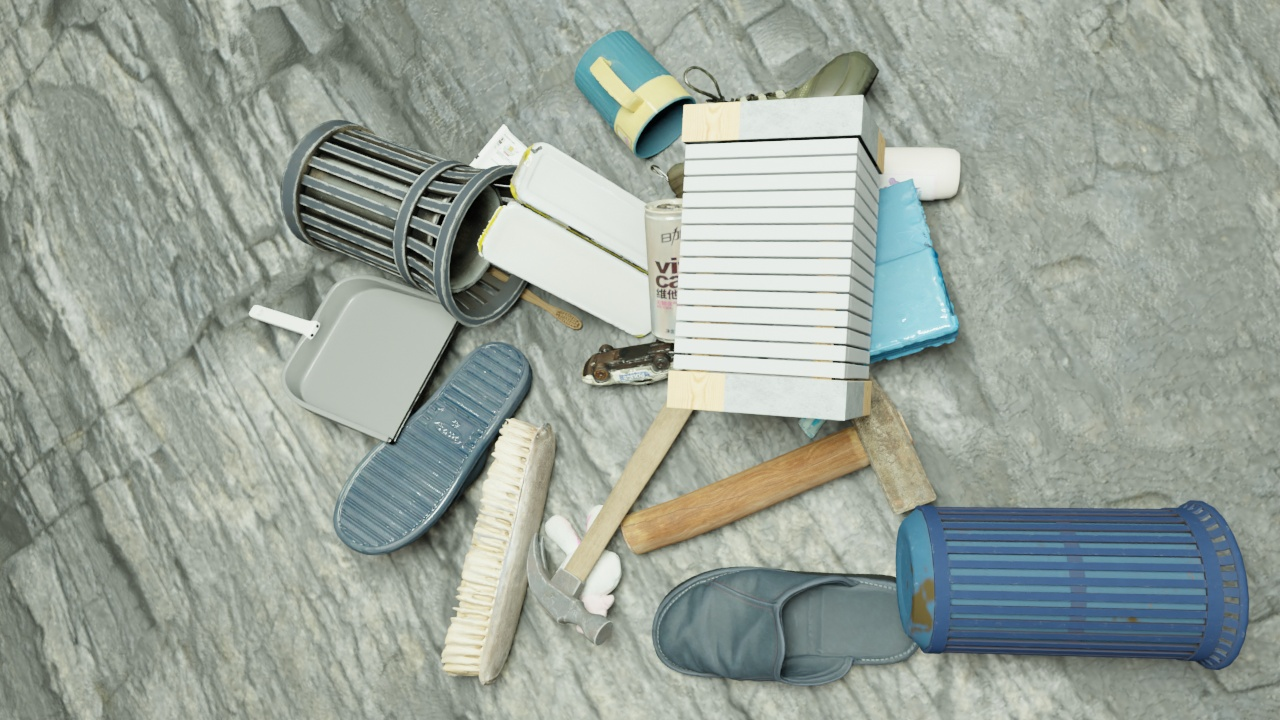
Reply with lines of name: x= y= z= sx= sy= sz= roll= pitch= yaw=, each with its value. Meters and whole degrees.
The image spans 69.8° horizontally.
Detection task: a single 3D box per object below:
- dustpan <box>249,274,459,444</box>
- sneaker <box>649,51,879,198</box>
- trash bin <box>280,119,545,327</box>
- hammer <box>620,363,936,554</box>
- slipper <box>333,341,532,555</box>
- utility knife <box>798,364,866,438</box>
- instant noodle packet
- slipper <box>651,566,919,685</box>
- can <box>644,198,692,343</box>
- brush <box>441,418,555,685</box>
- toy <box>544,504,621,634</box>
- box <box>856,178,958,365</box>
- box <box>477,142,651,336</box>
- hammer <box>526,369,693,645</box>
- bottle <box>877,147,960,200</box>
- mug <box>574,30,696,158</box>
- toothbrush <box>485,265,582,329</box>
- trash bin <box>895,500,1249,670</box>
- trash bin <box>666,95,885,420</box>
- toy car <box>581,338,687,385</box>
dustpan: x=-0.329 y=-0.021 z=0.995 sx=0.258 sy=0.033 sz=0.163 roll=15 pitch=71 yaw=29
sneaker: x=0.110 y=-0.239 z=0.917 sx=0.238 sy=0.101 sz=0.143 roll=-43 pitch=85 yaw=11
trash bin: x=-0.238 y=-0.151 z=0.943 sx=0.227 sy=0.164 sz=0.164 roll=22 pitch=89 yaw=21
hammer: x=0.115 y=0.117 z=0.902 sx=0.301 sy=0.037 sz=0.158 roll=-25 pitch=79 yaw=14
slipper: x=-0.205 y=0.098 z=0.966 sx=0.101 sy=0.083 sz=0.263 roll=33 pitch=72 yaw=16
utility knife: x=0.200 y=0.027 z=0.916 sx=0.022 sy=0.015 sz=0.116 roll=41 pitch=93 yaw=28
instant noodle packet: x=-0.130 y=-0.183 z=0.997 sx=0.134 sy=0.026 sz=0.087 roll=41 pitch=94 yaw=12
slipper: x=0.135 y=0.255 z=0.875 sx=0.266 sy=0.083 sz=0.109 roll=-5 pitch=86 yaw=13
can: x=0.034 y=-0.088 z=0.908 sx=0.054 sy=0.054 sz=0.136 roll=2 pitch=114 yaw=12
brush: x=-0.140 y=0.193 z=0.936 sx=0.057 sy=0.083 sz=0.271 roll=12 pitch=88 yaw=11
toy: x=-0.054 y=0.214 z=0.937 sx=0.076 sy=0.037 sz=0.125 roll=-18 pitch=68 yaw=14
box: x=0.170 y=-0.068 z=0.885 sx=0.232 sy=0.033 sz=0.174 roll=-19 pitch=63 yaw=22
box: x=-0.048 y=-0.115 z=0.910 sx=0.209 sy=0.034 sz=0.129 roll=26 pitch=93 yaw=-31
hammer: x=-0.002 y=0.110 z=0.916 sx=0.119 sy=0.030 sz=0.331 roll=27 pitch=82 yaw=31
bottle: x=0.238 y=-0.185 z=0.909 sx=0.146 sy=0.051 sz=0.051 roll=3 pitch=85 yaw=12
mug: x=-0.012 y=-0.277 z=0.937 sx=0.083 sy=0.113 sz=0.107 roll=-42 pitch=76 yaw=18
toothbrush: x=-0.134 y=-0.077 z=0.994 sx=0.167 sy=0.016 sz=0.016 roll=31 pitch=90 yaw=13
trash bin: x=0.357 y=0.191 z=0.795 sx=0.250 sy=0.139 sz=0.139 roll=-1 pitch=85 yaw=7
trash bin: x=0.120 y=-0.080 z=0.781 sx=0.143 sy=0.142 sz=0.247 roll=3 pitch=90 yaw=22
toy car: x=-0.006 y=0.005 z=0.947 sx=0.113 sy=0.048 sz=0.040 roll=-9 pitch=122 yaw=14
